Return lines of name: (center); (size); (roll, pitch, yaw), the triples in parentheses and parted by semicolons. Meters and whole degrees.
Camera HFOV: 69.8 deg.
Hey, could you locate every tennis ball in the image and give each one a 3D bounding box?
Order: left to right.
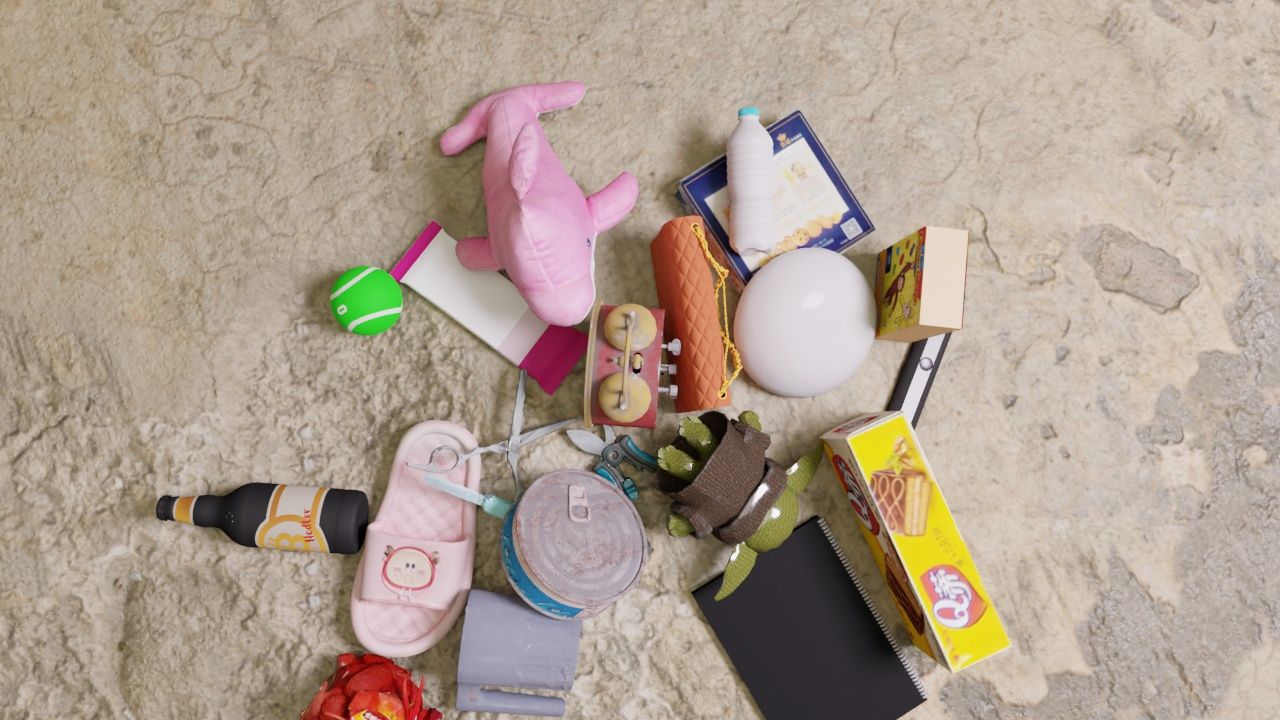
tennis ball: (-0.257, -0.056, 0.861); (0.065, 0.065, 0.065); (0, 86, -4)

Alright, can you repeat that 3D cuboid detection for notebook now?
notebook: (0.166, 0.277, 0.894); (0.149, 0.016, 0.206); (-31, 89, -5)

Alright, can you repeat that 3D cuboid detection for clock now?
clock: (-0.005, 0.005, 0.829); (0.081, 0.159, 0.117); (5, 85, 1)

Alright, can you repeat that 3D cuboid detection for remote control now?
remote control: (0.282, 0.008, 0.922); (0.033, 0.015, 0.146); (23, 85, -2)

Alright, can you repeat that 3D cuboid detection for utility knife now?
utility knife: (-0.127, 0.138, 0.853); (0.165, 0.015, 0.022); (27, 89, -26)

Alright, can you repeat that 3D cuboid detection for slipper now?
slipper: (-0.203, 0.165, 0.855); (0.107, 0.056, 0.221); (12, 83, -5)

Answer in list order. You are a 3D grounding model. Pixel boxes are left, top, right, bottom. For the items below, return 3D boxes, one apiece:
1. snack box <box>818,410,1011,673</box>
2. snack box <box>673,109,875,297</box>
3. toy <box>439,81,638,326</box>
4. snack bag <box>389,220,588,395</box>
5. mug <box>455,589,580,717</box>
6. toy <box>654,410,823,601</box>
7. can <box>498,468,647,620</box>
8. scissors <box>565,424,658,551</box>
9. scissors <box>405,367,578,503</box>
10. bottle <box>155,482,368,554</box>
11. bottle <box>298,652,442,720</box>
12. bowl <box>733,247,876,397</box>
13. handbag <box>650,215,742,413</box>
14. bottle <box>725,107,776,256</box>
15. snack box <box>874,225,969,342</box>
snack box: (0.252, 0.163, 0.861); (0.061, 0.110, 0.230); (-24, 88, -3)
snack box: (0.132, -0.148, 0.908); (0.144, 0.042, 0.145); (-32, 89, -5)
toy: (-0.101, -0.159, 0.831); (0.187, 0.128, 0.265); (-20, 65, 4)
snack bag: (-0.145, -0.051, 0.894); (0.196, 0.016, 0.070); (36, 82, -1)
mug: (-0.114, 0.276, 0.848); (0.104, 0.083, 0.124); (7, 109, -6)
toy: (0.083, 0.117, 0.856); (0.152, 0.078, 0.179); (42, 76, -23)
can: (-0.060, 0.166, 0.835); (0.130, 0.044, 0.129); (18, 50, -23)
scissors: (0.000, 0.111, 0.892); (0.124, 0.019, 0.155); (-12, 88, -6)
scissors: (-0.133, 0.085, 0.859); (0.174, 0.014, 0.141); (-15, 101, -28)
bottle: (-0.348, 0.142, 0.843); (0.181, 0.059, 0.059); (5, 85, -4)
bottle: (-0.240, 0.315, 0.821); (0.111, 0.099, 0.099); (39, 84, -5)
bowl: (0.166, -0.031, 0.877); (0.149, 0.043, 0.150); (-4, 105, -15)
handbag: (0.056, -0.040, 0.861); (0.060, 0.109, 0.172); (-9, 86, -5)
bottle: (0.104, -0.168, 0.863); (0.044, 0.044, 0.136); (-1, 87, -5)
snack box: (0.262, -0.068, 0.870); (0.040, 0.126, 0.088); (6, 85, -4)
